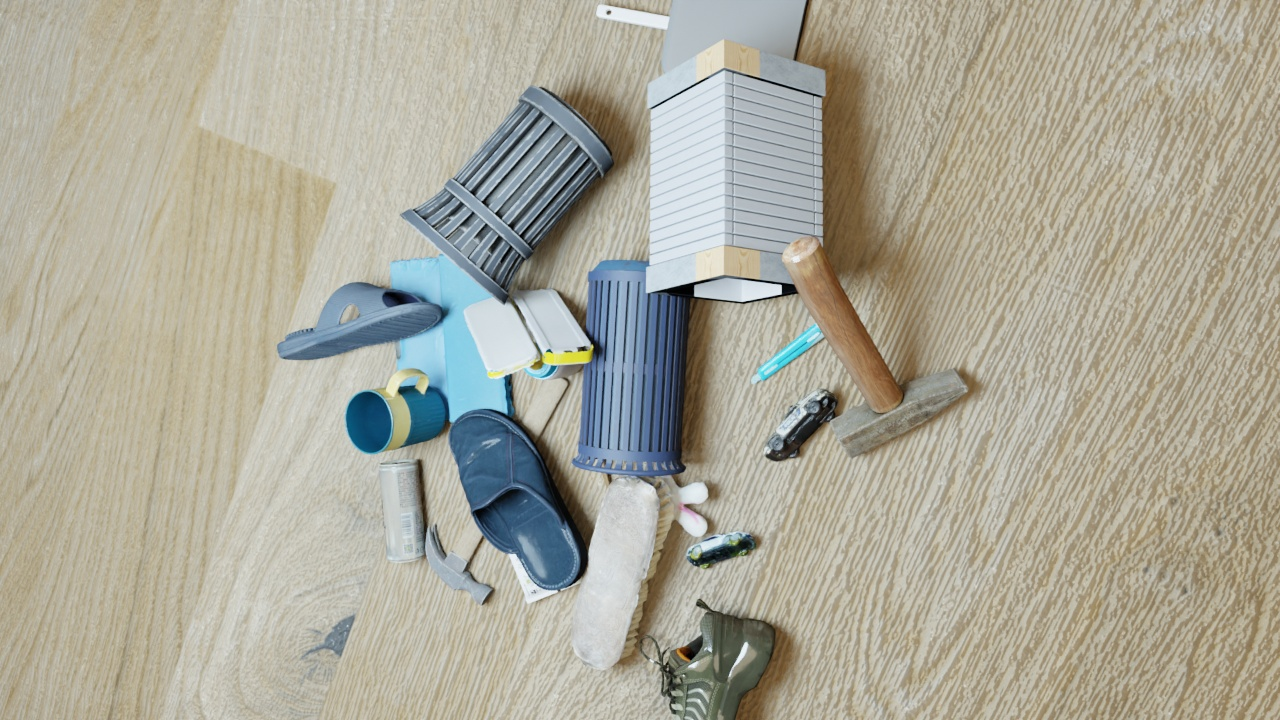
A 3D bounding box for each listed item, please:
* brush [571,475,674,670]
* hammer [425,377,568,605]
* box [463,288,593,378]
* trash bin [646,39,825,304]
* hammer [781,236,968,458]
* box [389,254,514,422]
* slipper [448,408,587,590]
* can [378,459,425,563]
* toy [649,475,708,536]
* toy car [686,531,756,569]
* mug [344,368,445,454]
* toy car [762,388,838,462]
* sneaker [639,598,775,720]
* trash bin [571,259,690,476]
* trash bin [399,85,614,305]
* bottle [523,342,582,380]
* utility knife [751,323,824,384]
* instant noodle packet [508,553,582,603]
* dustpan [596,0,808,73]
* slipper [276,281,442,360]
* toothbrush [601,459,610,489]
[{"bbox_3d":[-0.025,0.267,1.157,0.083,0.056,0.271,21,107,23],"label":"brush"},{"bbox_3d":[-0.187,0.164,1.233,0.119,0.030,0.331,31,101,12],"label":"hammer"},{"bbox_3d":[-0.141,-0.037,1.115,0.129,0.209,0.034,-13,118,-14],"label":"box"},{"bbox_3d":[0.106,-0.200,1.030,0.143,0.142,0.247,-7,81,57],"label":"trash bin"},{"bbox_3d":[0.239,-0.023,1.008,0.158,0.037,0.301,-29,126,14],"label":"hammer"},{"bbox_3d":[-0.260,-0.029,1.245,0.175,0.033,0.231,-5,91,19],"label":"box"},{"bbox_3d":[-0.168,0.171,1.153,0.109,0.083,0.265,-39,72,15],"label":"slipper"},{"bbox_3d":[-0.327,0.206,1.260,0.054,0.054,0.135,-5,92,15],"label":"can"},{"bbox_3d":[0.028,0.179,1.170,0.126,0.037,0.076,8,99,21],"label":"toy"},{"bbox_3d":[0.101,0.235,1.154,0.090,0.039,0.027,-22,46,14],"label":"toy car"},{"bbox_3d":[-0.312,0.062,1.199,0.083,0.107,0.114,34,109,23],"label":"mug"},{"bbox_3d":[0.191,0.078,1.117,0.113,0.048,0.040,-48,49,12],"label":"toy car"},{"bbox_3d":[0.054,0.405,1.133,0.143,0.101,0.238,27,95,2],"label":"sneaker"},{"bbox_3d":[-0.007,0.007,1.121,0.139,0.139,0.249,4,92,15],"label":"trash bin"},{"bbox_3d":[-0.155,-0.207,1.125,0.164,0.164,0.227,41,88,10],"label":"trash bin"},{"bbox_3d":[-0.114,-0.001,1.143,0.051,0.146,0.051,1,93,15],"label":"bottle"},{"bbox_3d":[0.183,-0.007,1.131,0.117,0.015,0.022,-40,112,15],"label":"utility knife"},{"bbox_3d":[-0.136,0.246,1.211,0.087,0.026,0.134,-22,96,4],"label":"instant noodle packet"},{"bbox_3d":[0.070,-0.415,1.137,0.258,0.033,0.163,12,96,5],"label":"dustpan"},{"bbox_3d":[-0.387,-0.062,1.234,0.264,0.101,0.082,-14,81,26],"label":"slipper"},{"bbox_3d":[-0.050,0.138,1.200,0.016,0.016,0.167,-10,90,15],"label":"toothbrush"}]
